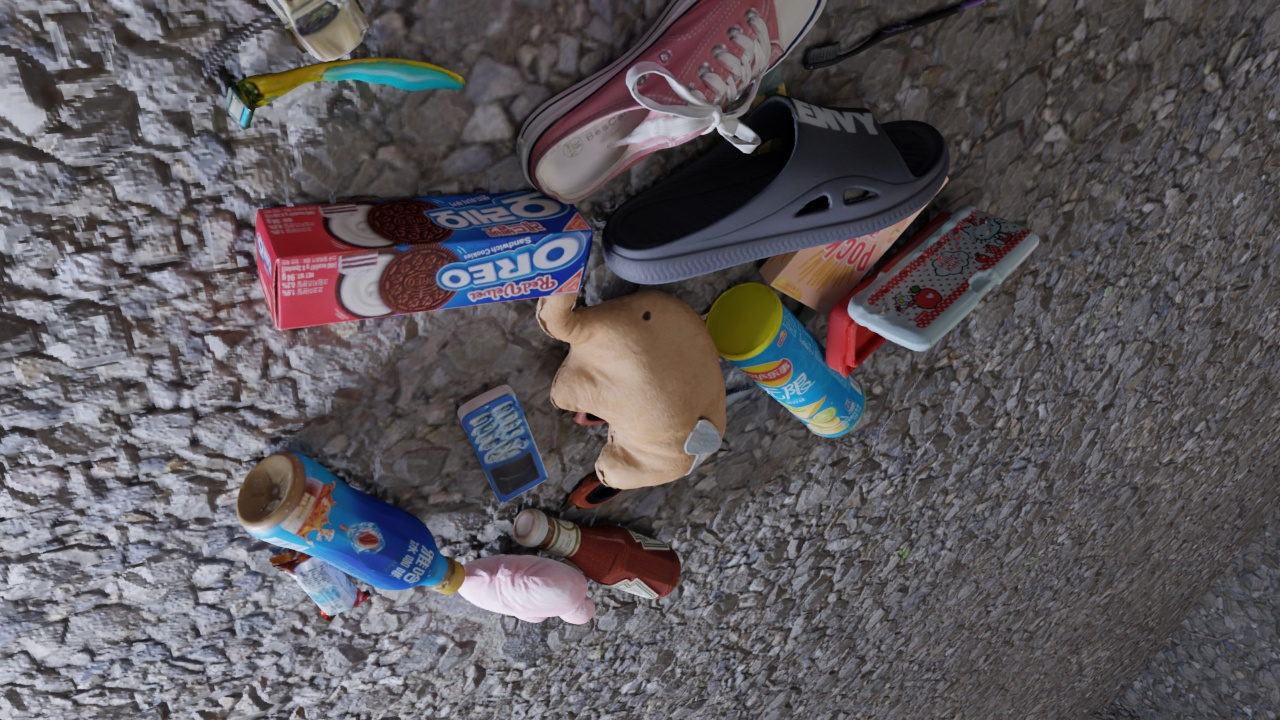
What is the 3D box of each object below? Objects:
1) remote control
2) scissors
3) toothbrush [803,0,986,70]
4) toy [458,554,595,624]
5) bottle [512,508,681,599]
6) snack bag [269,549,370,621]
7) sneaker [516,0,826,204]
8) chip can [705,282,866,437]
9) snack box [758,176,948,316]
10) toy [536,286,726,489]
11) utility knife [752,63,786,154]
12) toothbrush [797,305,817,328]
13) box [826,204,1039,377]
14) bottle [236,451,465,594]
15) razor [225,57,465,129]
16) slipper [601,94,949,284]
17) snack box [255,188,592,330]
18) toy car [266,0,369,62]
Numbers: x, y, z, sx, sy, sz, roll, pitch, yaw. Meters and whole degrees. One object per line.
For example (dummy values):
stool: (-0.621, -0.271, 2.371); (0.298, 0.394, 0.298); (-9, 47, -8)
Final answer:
remote control: (-0.113, 0.071, 0.762); (0.049, 0.024, 0.125); (-27, 137, -13)
scissors: (0.010, 0.068, 0.858); (0.225, 0.015, 0.189); (-33, 139, -8)
toothbrush: (0.203, -0.257, 0.700); (0.188, 0.014, 0.017); (-25, 125, -16)
toy: (-0.104, 0.218, 0.863); (0.121, 0.054, 0.159); (-1, 152, 14)
bottle: (-0.041, 0.186, 0.898); (0.060, 0.059, 0.206); (-48, 134, 11)
snack bag: (-0.261, 0.183, 0.756); (0.045, 0.026, 0.105); (-22, 137, -6)
sneaker: (0.033, -0.176, 0.593); (0.241, 0.088, 0.118); (-36, 139, -1)
chip can: (0.140, 0.006, 0.851); (0.071, 0.071, 0.210); (-45, 140, 7)
snack box: (0.180, -0.114, 0.779); (0.084, 0.026, 0.157); (21, 117, -39)
toy: (-0.004, 0.004, 0.737); (0.143, 0.082, 0.226); (-38, 125, -15)
utility knife: (0.109, -0.153, 0.730); (0.031, 0.019, 0.179); (-25, 143, -6)
toothbrush: (0.188, -0.103, 0.826); (0.029, 0.020, 0.190); (25, 117, -5)
box: (0.261, -0.055, 0.821); (0.200, 0.100, 0.095); (-38, 142, -29)
bottle: (-0.213, 0.140, 0.723); (0.065, 0.065, 0.218); (-41, 140, 3)
razor: (-0.162, -0.155, 0.516); (0.132, 0.043, 0.028); (-16, 93, -27)
slipper: (0.097, -0.133, 0.652); (0.268, 0.110, 0.083); (-19, 132, -6)
snack box: (-0.134, -0.070, 0.594); (0.207, 0.058, 0.057); (-10, 135, -29)
toy car: (-0.175, -0.193, 0.469); (0.042, 0.035, 0.090); (-34, 142, -2)
